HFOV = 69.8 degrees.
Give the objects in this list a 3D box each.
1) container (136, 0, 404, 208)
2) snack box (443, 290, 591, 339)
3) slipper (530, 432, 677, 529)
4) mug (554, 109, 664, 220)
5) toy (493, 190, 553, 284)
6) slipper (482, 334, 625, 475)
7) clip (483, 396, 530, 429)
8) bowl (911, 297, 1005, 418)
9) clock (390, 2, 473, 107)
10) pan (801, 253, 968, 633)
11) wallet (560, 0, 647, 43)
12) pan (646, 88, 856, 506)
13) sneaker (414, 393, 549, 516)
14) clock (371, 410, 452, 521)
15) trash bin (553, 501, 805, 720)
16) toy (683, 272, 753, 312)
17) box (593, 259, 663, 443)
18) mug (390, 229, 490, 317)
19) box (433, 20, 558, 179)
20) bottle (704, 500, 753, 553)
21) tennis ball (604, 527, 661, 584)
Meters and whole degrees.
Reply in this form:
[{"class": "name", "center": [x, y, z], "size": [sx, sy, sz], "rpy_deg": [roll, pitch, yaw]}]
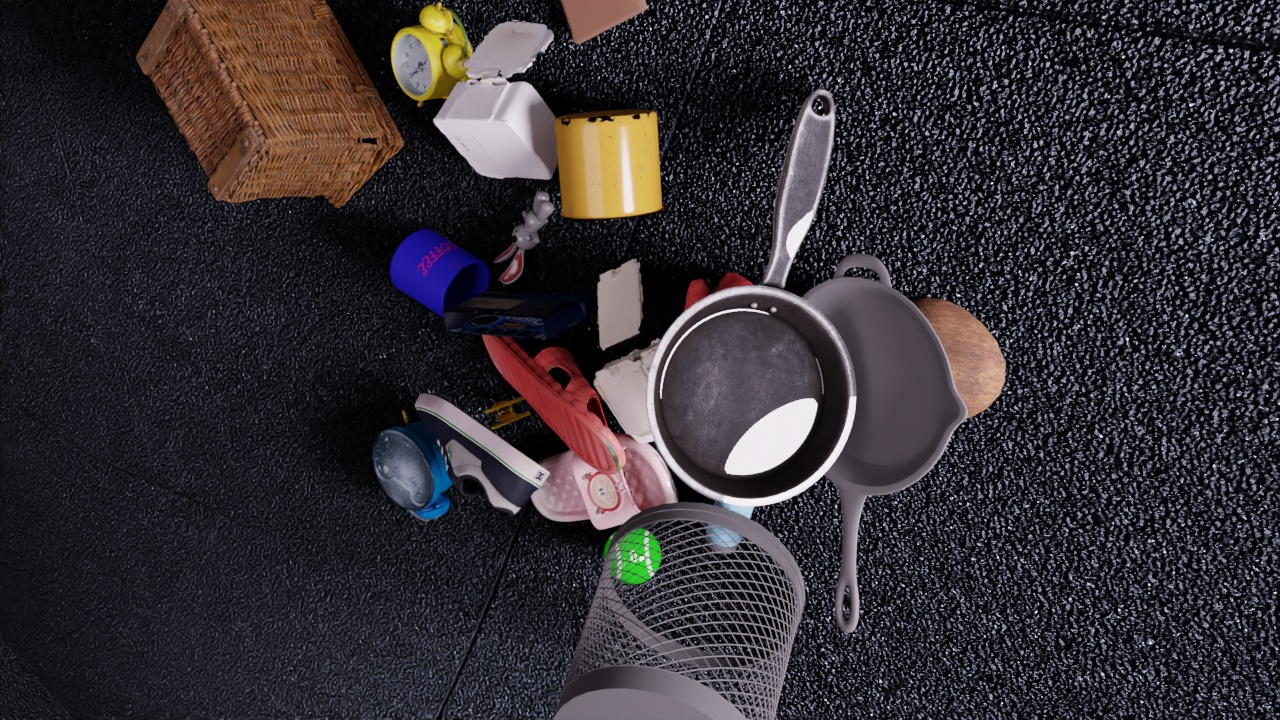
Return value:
[{"class": "container", "center": [-0.436, -0.308, 1.059], "size": [0.163, 0.182, 0.250], "rpy_deg": [-30, 90, 38]}, {"class": "snack box", "center": [-0.137, -0.052, 1.016], "size": [0.150, 0.082, 0.027], "rpy_deg": [7, 114, 35]}, {"class": "slipper", "center": [-0.051, 0.143, 1.052], "size": [0.222, 0.055, 0.107], "rpy_deg": [-13, 99, 40]}, {"class": "mug", "center": [-0.033, -0.191, 0.881], "size": [0.123, 0.100, 0.094], "rpy_deg": [-133, 37, -68]}, {"class": "toy", "center": [-0.127, -0.136, 1.006], "size": [0.112, 0.030, 0.049], "rpy_deg": [-53, 47, 35]}, {"class": "slipper", "center": [-0.090, 0.030, 1.020], "size": [0.249, 0.059, 0.104], "rpy_deg": [40, 155, 36]}, {"class": "clip", "center": [-0.165, 0.058, 1.110], "size": [0.049, 0.054, 0.045], "rpy_deg": [51, 155, 39]}, {"class": "bowl", "center": [0.253, 0.004, 0.790], "size": [0.114, 0.026, 0.102], "rpy_deg": [48, 129, 10]}, {"class": "clock", "center": [-0.215, -0.325, 0.973], "size": [0.119, 0.057, 0.083], "rpy_deg": [-27, 91, 46]}, {"class": "pan", "center": [0.198, 0.082, 0.827], "size": [0.217, 0.024, 0.355], "rpy_deg": [16, 111, 50]}, {"class": "wallet", "center": [-0.047, -0.372, 0.861], "size": [0.088, 0.013, 0.121], "rpy_deg": [-13, 101, 34]}, {"class": "pan", "center": [0.112, -0.052, 0.788], "size": [0.187, 0.055, 0.357], "rpy_deg": [12, 89, -12]}, {"class": "sneaker", "center": [-0.212, 0.112, 1.107], "size": [0.235, 0.084, 0.079], "rpy_deg": [27, 79, 40]}, {"class": "clock", "center": [-0.305, 0.152, 1.239], "size": [0.117, 0.060, 0.162], "rpy_deg": [31, 126, 21]}, {"class": "trash bin", "center": [0.038, 0.296, 0.898], "size": [0.218, 0.226, 0.218], "rpy_deg": [8, 122, 13]}, {"class": "toy", "center": [0.081, -0.026, 0.833], "size": [0.094, 0.132, 0.088], "rpy_deg": [24, 133, 34]}, {"class": "box", "center": [-0.007, 0.006, 0.922], "size": [0.144, 0.070, 0.186], "rpy_deg": [-25, 109, 40]}, {"class": "mug", "center": [-0.231, -0.090, 1.079], "size": [0.083, 0.079, 0.111], "rpy_deg": [31, 152, 22]}, {"class": "box", "center": [-0.130, -0.273, 0.934], "size": [0.109, 0.136, 0.121], "rpy_deg": [9, 156, 32]}, {"class": "bottle", "center": [0.097, 0.151, 0.957], "size": [0.040, 0.040, 0.130], "rpy_deg": [29, 123, 23]}, {"class": "tennis ball", "center": [-0.009, 0.222, 1.047], "size": [0.065, 0.065, 0.065], "rpy_deg": [15, 117, 31]}]
